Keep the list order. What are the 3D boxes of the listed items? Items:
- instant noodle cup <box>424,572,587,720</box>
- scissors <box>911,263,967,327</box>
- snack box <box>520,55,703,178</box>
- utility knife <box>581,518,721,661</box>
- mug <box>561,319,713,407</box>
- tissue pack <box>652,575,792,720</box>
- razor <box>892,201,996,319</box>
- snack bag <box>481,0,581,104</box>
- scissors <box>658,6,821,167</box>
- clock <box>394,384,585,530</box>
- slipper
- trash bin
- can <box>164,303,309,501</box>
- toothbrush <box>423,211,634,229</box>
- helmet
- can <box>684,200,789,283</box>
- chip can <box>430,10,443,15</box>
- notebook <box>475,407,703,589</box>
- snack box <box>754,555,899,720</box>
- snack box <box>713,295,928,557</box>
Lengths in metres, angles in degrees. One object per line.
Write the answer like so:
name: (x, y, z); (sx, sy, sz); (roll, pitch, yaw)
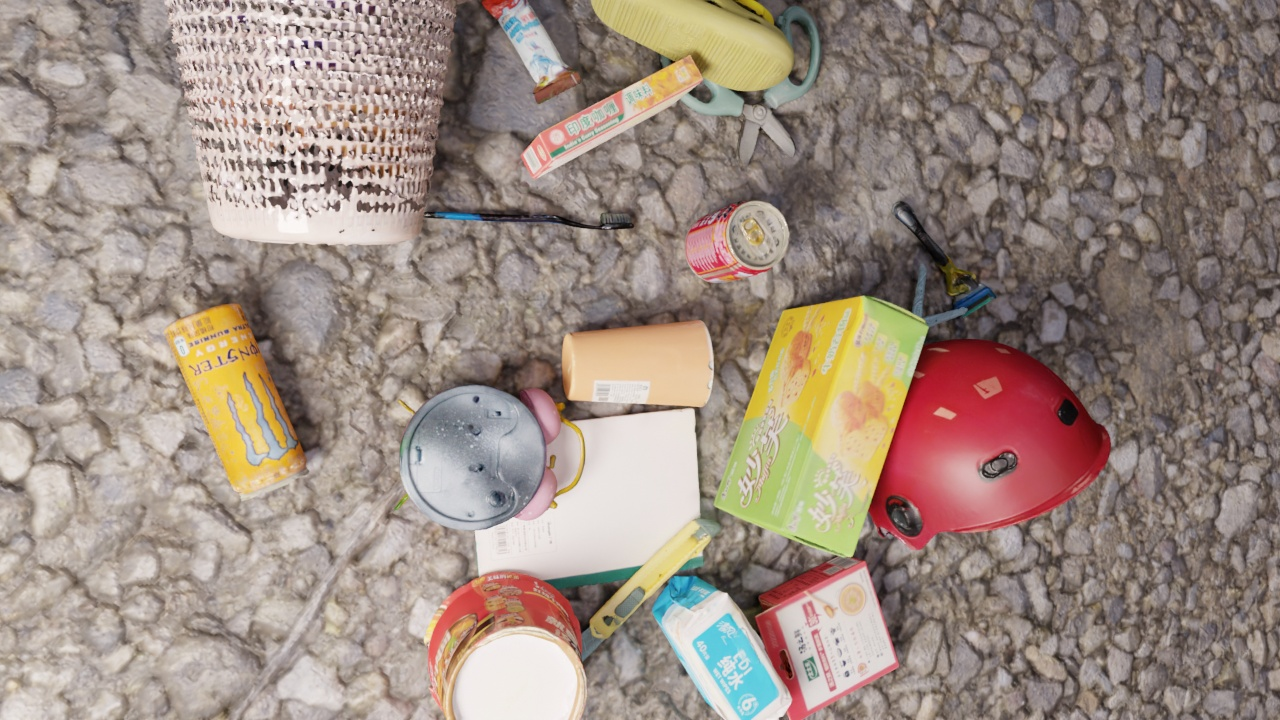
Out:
instant noodle cup: (-0.104, 0.253, 0.746); (0.137, 0.109, 0.138); (-1, 92, -15)
scissors: (0.270, -0.032, 0.925); (0.135, 0.017, 0.133); (6, 91, -13)
snack box: (-0.026, -0.211, 0.800); (0.155, 0.077, 0.027); (-32, 99, -16)
utility knife: (-0.010, 0.217, 0.829); (0.213, 0.022, 0.031); (-42, 101, -2)
mug: (-0.005, 0.005, 0.809); (0.122, 0.078, 0.078); (-2, 90, -13)
tissue pack: (0.073, 0.261, 0.820); (0.063, 0.090, 0.140); (-33, 99, -15)
razor: (0.303, -0.107, 0.937); (0.043, 0.022, 0.142); (-38, 102, 24)
snack bag: (-0.096, -0.281, 0.805); (0.048, 0.026, 0.104); (-28, 98, -4)
scissors: (0.093, -0.275, 0.871); (0.179, 0.019, 0.170); (21, 84, -18)
clock: (-0.122, 0.078, 0.762); (0.158, 0.060, 0.117); (3, 90, -16)
slipper: (0.052, -0.307, 0.804); (0.190, 0.092, 0.081); (19, 82, -13)
trash bin: (-0.237, -0.187, 0.673); (0.227, 0.227, 0.192); (-1, 102, -18)
can: (-0.312, 0.031, 0.713); (0.058, 0.058, 0.146); (-23, 96, -17)
toothbrush: (-0.096, -0.126, 0.810); (0.189, 0.014, 0.016); (0, 88, -17)
helmet: (0.279, 0.057, 0.817); (0.206, 0.240, 0.144); (-35, 92, -13)
can: (0.086, -0.106, 0.826); (0.066, 0.094, 0.066); (0, 89, -18)
chip can: (-0.146, -0.398, 0.766); (0.072, 0.072, 0.213); (26, 81, -16)
notebook: (-0.045, 0.127, 0.823); (0.209, 0.012, 0.150); (-5, 92, -17)
snack box: (0.170, 0.263, 0.876); (0.127, 0.044, 0.113); (-20, 96, -19)
snack box: (0.154, 0.054, 0.813); (0.070, 0.158, 0.210); (23, 83, -15)
